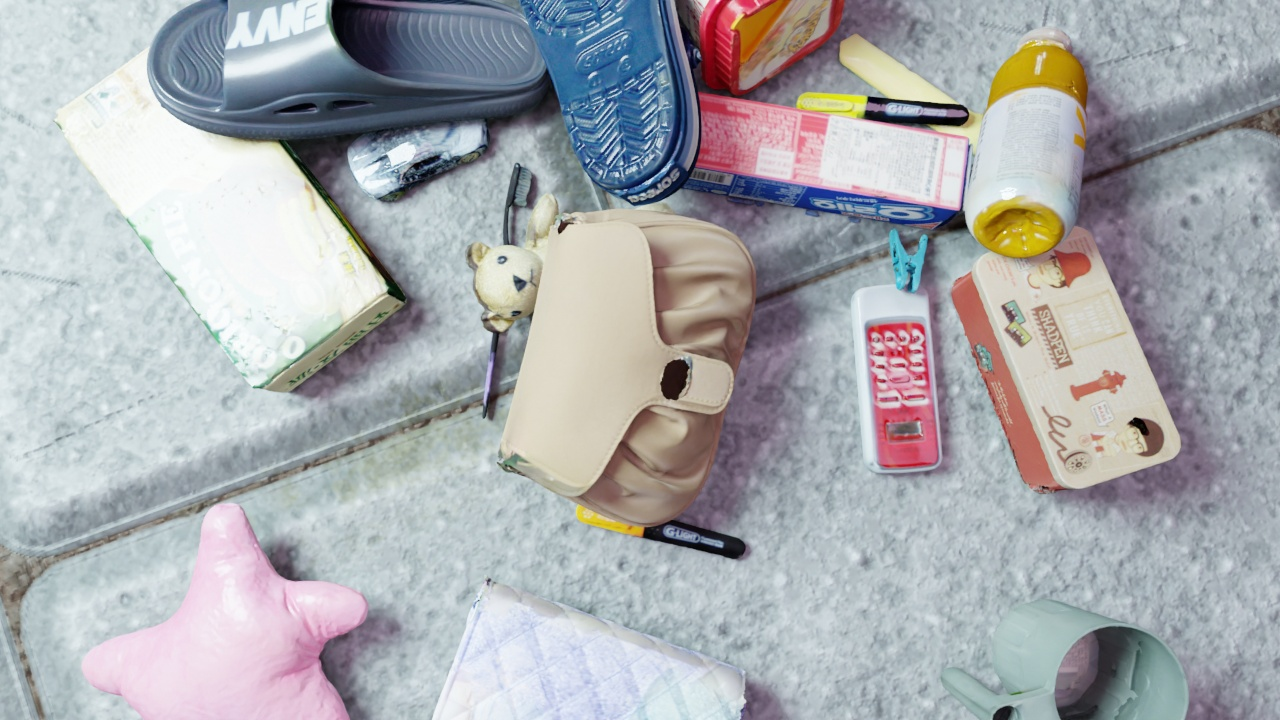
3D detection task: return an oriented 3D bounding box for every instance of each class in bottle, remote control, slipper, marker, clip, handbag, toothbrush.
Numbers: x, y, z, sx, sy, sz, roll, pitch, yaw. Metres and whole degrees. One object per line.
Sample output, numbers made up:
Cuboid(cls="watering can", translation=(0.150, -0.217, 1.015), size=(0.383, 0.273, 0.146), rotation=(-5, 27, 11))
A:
Cuboid(cls="bottle", translation=(0.268, -0.156, 0.628), size=(0.068, 0.068, 0.189), rotation=(21, 59, 1))
Cuboid(cls="remote control", translation=(0.184, 0.013, 0.660), size=(0.056, 0.020, 0.136), rotation=(-3, 86, 0))
Cuboid(cls="slipper", translation=(-0.186, -0.217, 0.611), size=(0.267, 0.083, 0.110), rotation=(-7, 72, -18))
Cuboid(cls="marker", translation=(0.014, 0.120, 0.652), size=(0.124, 0.015, 0.018), rotation=(14, 90, -1))
Cuboid(cls="slipper", translation=(-0.011, -0.215, 0.627), size=(0.105, 0.095, 0.252), rotation=(-26, 66, 20))
Cuboid(cls="marker", translation=(0.177, -0.184, 0.672), size=(0.124, 0.015, 0.018), rotation=(6, 96, 6))
Cuboid(cls="clip", translation=(0.193, -0.071, 0.661), size=(0.038, 0.013, 0.055), rotation=(10, 57, 0))
Cuboid(cls="handbag", translation=(-0.004, 0.003, 0.595), size=(0.147, 0.100, 0.204), rotation=(11, 95, -31))
Cuboid(cls="toothbrush", translation=(-0.098, -0.051, 0.665), size=(0.016, 0.014, 0.189), rotation=(8, 85, -13))
Cuboid(cls="handbag", translation=(-0.038, 0.240, 0.612), size=(0.194, 0.075, 0.134), rotation=(21, 81, -1))

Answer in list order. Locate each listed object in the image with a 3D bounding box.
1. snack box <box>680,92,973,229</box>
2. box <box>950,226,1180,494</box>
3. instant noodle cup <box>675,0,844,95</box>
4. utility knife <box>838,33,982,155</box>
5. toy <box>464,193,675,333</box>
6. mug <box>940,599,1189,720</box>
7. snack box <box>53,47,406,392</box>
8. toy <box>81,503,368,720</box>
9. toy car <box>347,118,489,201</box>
Cuboid(cls="snack box", translation=(0.124, -0.140, 0.654), size=(0.207, 0.057, 0.058), rotation=(9, 83, 0))
Cuboid(cls="box", translation=(0.290, 0.003, 0.641), size=(0.091, 0.079, 0.168), rotation=(-18, 80, -2))
Cuboid(cls="instant noodle cup", translation=(0.068, -0.274, 0.642), size=(0.116, 0.116, 0.124), rotation=(-34, 74, -4))
Cuboid(cls="utility knife", translation=(0.212, -0.194, 0.680), size=(0.151, 0.018, 0.031), rotation=(37, 83, 0))
Cuboid(cls="toy", translation=(-0.041, -0.068, 0.642), size=(0.157, 0.066, 0.105), rotation=(-18, 101, -14))
Cuboid(cls="mug", translation=(0.271, 0.210, 0.605), size=(0.124, 0.103, 0.083), rotation=(-12, 86, -1))
Cuboid(cls="snack box", translation=(-0.282, -0.103, 0.641), size=(0.114, 0.063, 0.240), rotation=(-38, 87, -3))
Cuboid(cls="toy", translation=(-0.269, 0.213, 0.612), size=(0.178, 0.074, 0.194), rotation=(39, 89, 0))
Cuboid(cls="toy car", translation=(-0.160, -0.156, 0.663), size=(0.105, 0.031, 0.049), rotation=(-28, 87, -4))
